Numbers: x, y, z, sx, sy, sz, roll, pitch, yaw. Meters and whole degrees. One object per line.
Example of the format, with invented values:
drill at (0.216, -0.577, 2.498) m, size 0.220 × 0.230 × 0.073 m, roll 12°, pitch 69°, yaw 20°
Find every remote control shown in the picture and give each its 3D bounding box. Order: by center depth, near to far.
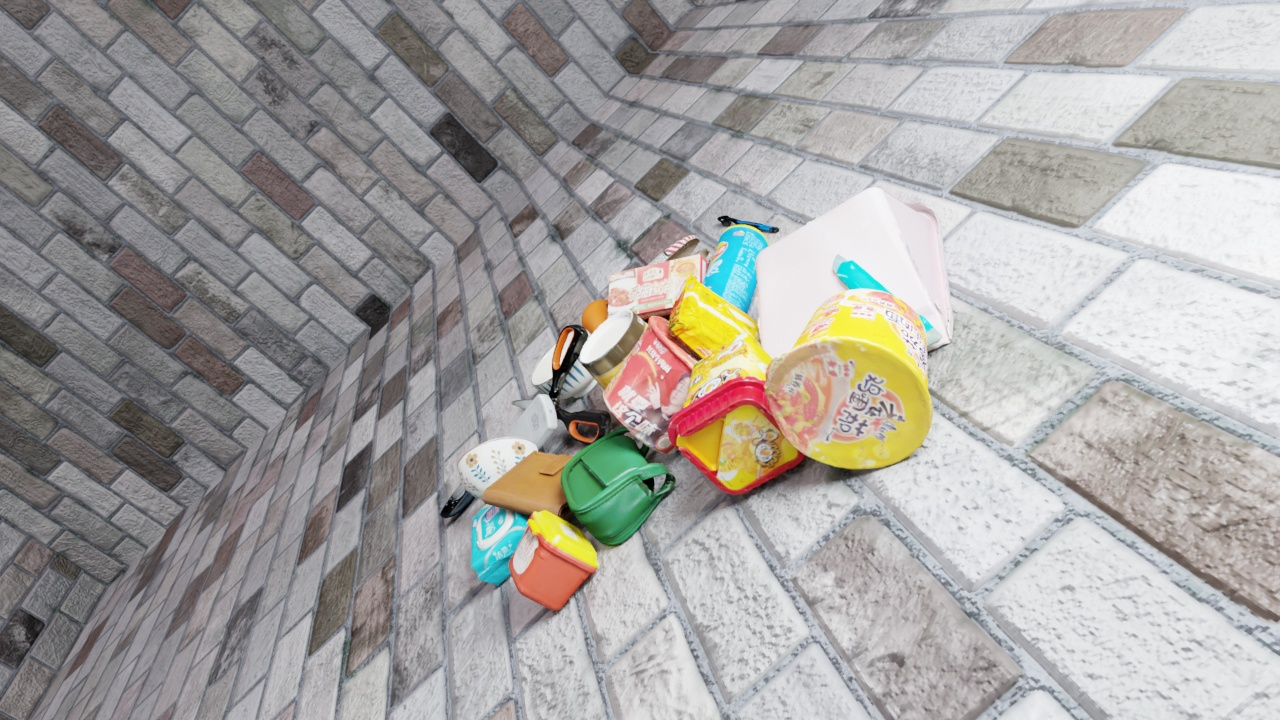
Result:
remote control at (-0.163, 0.110, 1.310) m, size 0.150 × 0.021 × 0.058 m, roll -48°, pitch 50°, yaw 38°
remote control at (-0.256, 0.189, 1.408) m, size 0.053 × 0.024 × 0.136 m, roll -1°, pitch 50°, yaw 57°

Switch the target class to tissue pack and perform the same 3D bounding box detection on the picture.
tissue pack at (-0.170, 0.220, 1.171) m, size 0.093 × 0.050 × 0.133 m, roll -41°, pitch 23°, yaw 6°

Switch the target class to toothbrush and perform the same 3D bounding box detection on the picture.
toothbrush at (0.161, -0.203, 1.375) m, size 0.014 × 0.016 × 0.189 m, roll -39°, pitch 24°, yaw -9°

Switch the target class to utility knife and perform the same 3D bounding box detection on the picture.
utility knife at (0.236, -0.060, 0.897) m, size 0.029 × 0.013 × 0.166 m, roll -50°, pitch 43°, yaw 14°

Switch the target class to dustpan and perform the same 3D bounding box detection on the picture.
dustpan at (0.242, -0.068, 1.005) m, size 0.223 × 0.138 × 0.273 m, roll -26°, pitch 57°, yaw 36°

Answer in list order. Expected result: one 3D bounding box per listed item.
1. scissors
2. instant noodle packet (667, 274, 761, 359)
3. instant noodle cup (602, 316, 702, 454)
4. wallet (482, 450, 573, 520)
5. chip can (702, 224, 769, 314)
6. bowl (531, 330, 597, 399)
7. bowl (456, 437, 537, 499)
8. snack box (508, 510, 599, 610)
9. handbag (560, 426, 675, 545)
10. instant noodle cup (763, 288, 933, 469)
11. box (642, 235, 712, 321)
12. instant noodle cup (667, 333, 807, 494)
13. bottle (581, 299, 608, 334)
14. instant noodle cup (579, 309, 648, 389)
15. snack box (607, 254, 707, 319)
scissors at (-0.110, 0.061, 1.288) m, size 0.221 × 0.021 × 0.234 m, roll 32°, pitch 108°, yaw 46°
instant noodle packet at (0.090, -0.030, 1.042) m, size 0.044 × 0.128 × 0.110 m, roll -45°, pitch 17°, yaw 34°
instant noodle cup at (0.031, 0.033, 1.045) m, size 0.109 × 0.138 × 0.137 m, roll -49°, pitch 21°, yaw 13°
wallet at (-0.118, 0.155, 1.150) m, size 0.132 × 0.031 × 0.107 m, roll 6°, pitch 34°, yaw 38°
chip can at (0.110, -0.084, 1.179) m, size 0.071 × 0.071 × 0.209 m, roll -24°, pitch 31°, yaw 41°
bowl at (-0.102, 0.014, 1.383) m, size 0.117 × 0.066 × 0.116 m, roll -38°, pitch 23°, yaw 18°
bowl at (-0.189, 0.160, 1.256) m, size 0.114 × 0.113 × 0.062 m, roll -36°, pitch 56°, yaw 22°
snack box at (-0.101, 0.221, 1.015) m, size 0.080 × 0.082 × 0.091 m, roll -56°, pitch 22°, yaw 1°
handbag at (-0.026, 0.140, 1.048) m, size 0.120 × 0.068 × 0.131 m, roll -37°, pitch 21°, yaw 1°
instant noodle cup at (0.191, 0.009, 0.808) m, size 0.138 × 0.138 × 0.109 m, roll -28°, pitch 21°, yaw 37°
box at (0.028, -0.131, 1.390) m, size 0.164 × 0.082 × 0.075 m, roll -42°, pitch 17°, yaw 14°
instant noodle cup at (0.099, 0.047, 0.909) m, size 0.116 × 0.116 × 0.123 m, roll -34°, pitch 26°, yaw 26°
bottle at (-0.043, -0.043, 1.393) m, size 0.067 × 0.067 × 0.149 m, roll -44°, pitch 30°, yaw 3°
instant noodle cup at (-0.007, 0.007, 1.168) m, size 0.119 × 0.114 × 0.118 m, roll -38°, pitch 23°, yaw 20°
snack box at (0.024, -0.102, 1.323) m, size 0.153 × 0.025 × 0.075 m, roll -9°, pitch 68°, yaw 29°
